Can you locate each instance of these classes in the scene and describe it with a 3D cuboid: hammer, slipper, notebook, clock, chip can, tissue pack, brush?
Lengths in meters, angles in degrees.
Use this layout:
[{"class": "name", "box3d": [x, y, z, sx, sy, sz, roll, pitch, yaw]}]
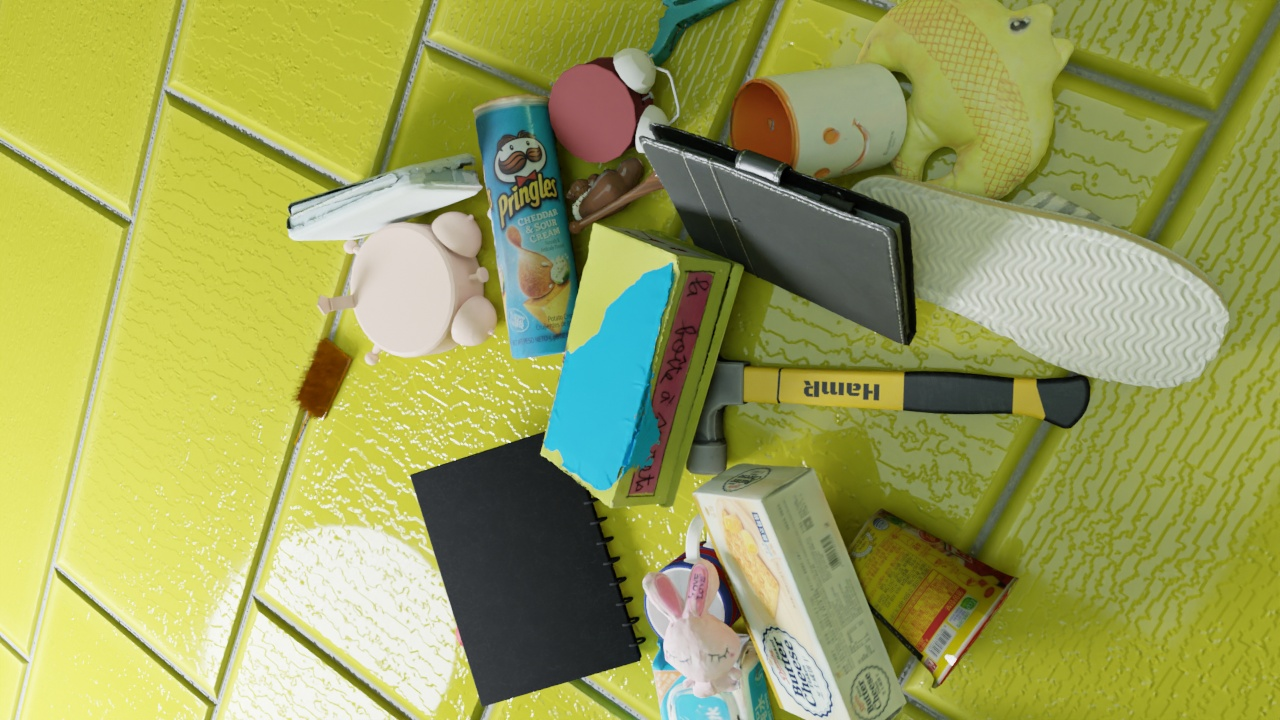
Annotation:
[{"class": "hammer", "box3d": [0.183, 0.019, 0.743, 0.325, 0.034, 0.170, 3, 96, 24]}, {"class": "slipper", "box3d": [0.272, -0.064, 0.660, 0.273, 0.053, 0.115, 24, 129, 13]}, {"class": "notebook", "box3d": [0.105, -0.095, 0.681, 0.209, 0.169, 0.029, 26, 75, 29]}, {"class": "clock", "box3d": [-0.024, -0.218, 0.789, 0.125, 0.044, 0.087, -4, 113, 29]}, {"class": "notebook", "box3d": [-0.106, 0.193, 0.872, 0.169, 0.019, 0.231, -18, 88, 6]}, {"class": "clock", "box3d": [-0.224, -0.069, 0.897, 0.161, 0.086, 0.131, -9, 92, 19]}, {"class": "chip can", "box3d": [-0.100, -0.118, 0.834, 0.080, 0.079, 0.229, -7, 94, 26]}, {"class": "tissue pack", "box3d": [0.068, 0.316, 0.811, 0.093, 0.061, 0.144, -10, 92, 25]}, {"class": "brush", "box3d": [-0.359, 0.039, 1.004, 0.048, 0.017, 0.126, 36, 109, 17]}]

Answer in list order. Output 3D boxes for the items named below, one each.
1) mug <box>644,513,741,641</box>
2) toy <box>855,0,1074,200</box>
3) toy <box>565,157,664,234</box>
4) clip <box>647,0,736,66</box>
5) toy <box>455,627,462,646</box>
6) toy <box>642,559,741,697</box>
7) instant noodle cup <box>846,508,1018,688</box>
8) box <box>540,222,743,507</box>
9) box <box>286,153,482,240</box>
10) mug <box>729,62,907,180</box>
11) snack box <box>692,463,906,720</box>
[{"class": "mug", "box3d": [0.054, 0.185, 0.794, 0.075, 0.076, 0.112, 7, 99, 24]}, {"class": "toy", "box3d": [0.235, -0.199, 0.675, 0.155, 0.064, 0.170, -32, 79, 40]}, {"class": "toy", "box3d": [-0.022, -0.150, 0.810, 0.102, 0.041, 0.054, -27, 45, 16]}, {"class": "clip", "box3d": [0.018, -0.307, 0.785, 0.120, 0.033, 0.118, -45, 73, 22]}, {"class": "toy", "box3d": [-0.152, 0.225, 0.912, 0.092, 0.045, 0.135, 2, 92, 19]}, {"class": "toy", "box3d": [0.044, 0.217, 0.734, 0.064, 0.047, 0.110, -21, 84, 17]}, {"class": "instant noodle cup", "box3d": [0.216, 0.174, 0.713, 0.112, 0.100, 0.100, 38, 110, 27]}, {"class": "box", "box3d": [-0.004, 0.005, 0.782, 0.124, 0.079, 0.221, 27, 110, 47]}, {"class": "box", "box3d": [-0.245, -0.150, 0.872, 0.214, 0.118, 0.063, -5, 104, 36]}, {"class": "mug", "box3d": [0.132, -0.176, 0.687, 0.082, 0.105, 0.082, 44, 143, 48]}, {"class": "snack box", "box3d": [0.123, 0.186, 0.728, 0.104, 0.057, 0.208, -9, 105, 63]}]
